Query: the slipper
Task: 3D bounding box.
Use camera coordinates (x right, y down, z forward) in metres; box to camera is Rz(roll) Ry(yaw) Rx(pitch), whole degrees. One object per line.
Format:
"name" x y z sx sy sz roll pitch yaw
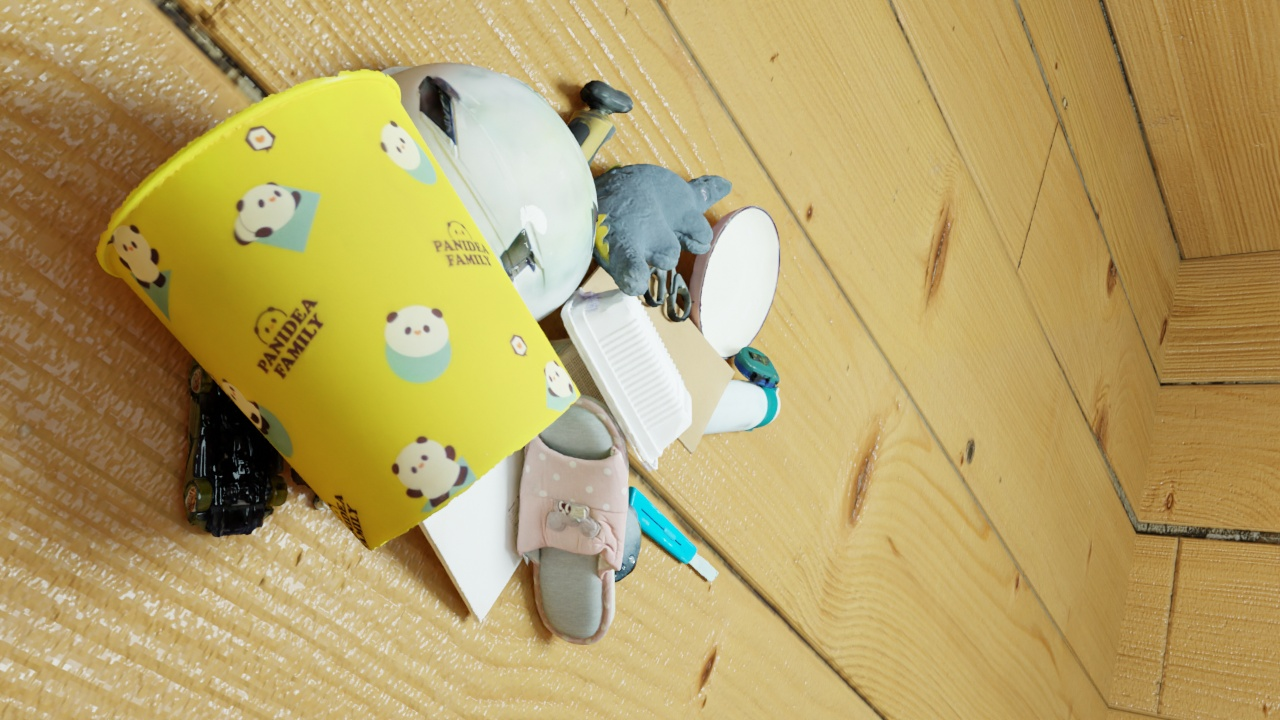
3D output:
"slipper" -0.067 0.162 0.878 0.054 0.114 0.275 -44 141 -61

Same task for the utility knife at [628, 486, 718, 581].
"utility knife" 0.039 0.213 1.088 0.202 0.018 0.034 47 55 -37

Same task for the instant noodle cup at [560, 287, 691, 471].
"instant noodle cup" -0.005 0.005 0.881 0.173 0.060 0.138 60 10 -12

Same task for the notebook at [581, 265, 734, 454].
"notebook" 0.015 -0.019 1.013 0.211 0.012 0.149 49 42 -14

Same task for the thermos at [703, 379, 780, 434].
"thermos" 0.088 0.058 1.114 0.223 0.073 0.073 0 88 -48

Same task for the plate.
"plate" 0.111 -0.098 1.138 0.191 0.039 0.193 -29 128 -47

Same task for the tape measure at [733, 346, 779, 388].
"tape measure" 0.145 0.006 1.147 0.054 0.025 0.058 18 32 -31

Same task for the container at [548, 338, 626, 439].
"container" -0.075 0.042 0.920 0.090 0.090 0.111 -44 116 -39

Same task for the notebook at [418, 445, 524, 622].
"notebook" -0.143 0.122 0.847 0.150 0.012 0.209 -57 144 -39

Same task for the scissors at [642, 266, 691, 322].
"scissors" 0.041 -0.118 1.076 0.142 0.014 0.172 57 40 -6

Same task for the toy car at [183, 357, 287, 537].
"toy car" -0.308 0.054 0.698 0.070 0.042 0.158 6 85 -47

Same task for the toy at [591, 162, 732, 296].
"toy" 0.007 -0.155 0.985 0.355 0.138 0.092 -47 158 -58

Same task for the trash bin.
"trash bin" -0.189 -0.026 0.639 0.255 0.230 0.228 54 49 -4

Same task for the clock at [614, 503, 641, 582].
"clock" -0.037 0.192 0.978 0.121 0.055 0.082 6 83 -48

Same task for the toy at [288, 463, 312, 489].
"toy" -0.250 0.031 0.755 0.105 0.066 0.157 41 50 -56

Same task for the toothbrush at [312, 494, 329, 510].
"toothbrush" -0.237 0.046 0.797 0.015 0.018 0.180 38 60 -36

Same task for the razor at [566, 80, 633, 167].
"razor" -0.067 -0.229 0.969 0.167 0.062 0.068 -62 162 -22

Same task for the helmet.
"helmet" -0.128 -0.148 0.809 0.228 0.146 0.259 -33 111 -51
